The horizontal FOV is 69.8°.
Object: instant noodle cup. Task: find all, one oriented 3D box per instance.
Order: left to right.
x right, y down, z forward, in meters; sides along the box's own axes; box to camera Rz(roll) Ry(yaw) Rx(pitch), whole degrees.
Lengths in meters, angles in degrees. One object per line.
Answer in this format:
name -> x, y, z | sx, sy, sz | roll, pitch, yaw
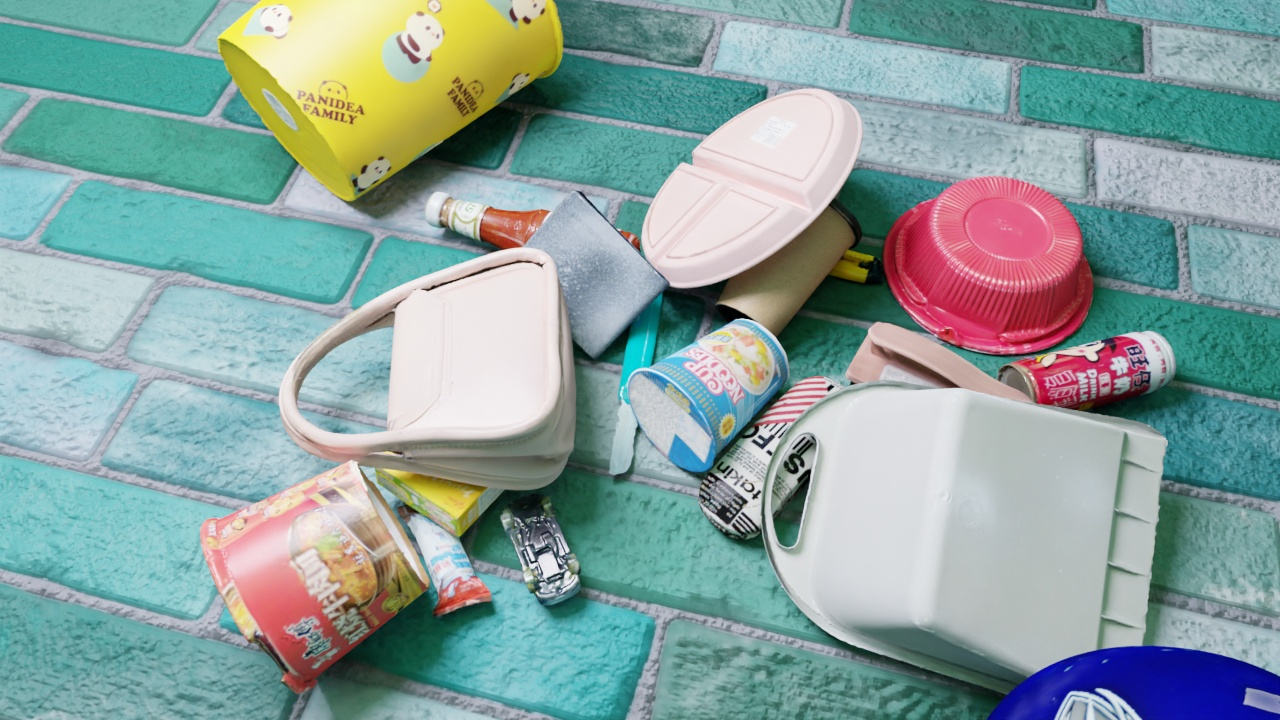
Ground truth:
instant noodle cup -> -0.223, 0.142, 0.648 | 0.108, 0.138, 0.138 | -31, 62, -14
instant noodle cup -> 0.061, 0.021, 0.754 | 0.109, 0.099, 0.099 | -36, 64, -28
instant noodle cup -> 0.325, -0.102, 0.838 | 0.194, 0.066, 0.193 | -1, 56, 1

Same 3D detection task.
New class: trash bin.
trash bin -> -0.245, -0.305, 0.895 | 0.229, 0.230, 0.254 | 39, 72, 22

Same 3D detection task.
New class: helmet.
helmet -> 0.294, 0.310, 0.477 | 0.247, 0.241, 0.314 | 2, 58, 4

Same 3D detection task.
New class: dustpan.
dustpan -> 0.233, 0.124, 0.689 | 0.257, 0.143, 0.222 | 21, 75, -21

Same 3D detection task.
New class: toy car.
toy car -> -0.076, 0.145, 0.708 | 0.043, 0.034, 0.090 | -23, 58, -10

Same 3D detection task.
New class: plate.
plate -> 0.090, -0.159, 0.818 | 0.230, 0.028, 0.229 | -31, 33, 23

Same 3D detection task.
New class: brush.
brush -> 0.248, 0.022, 0.757 | 0.146, 0.073, 0.063 | 28, 61, 16

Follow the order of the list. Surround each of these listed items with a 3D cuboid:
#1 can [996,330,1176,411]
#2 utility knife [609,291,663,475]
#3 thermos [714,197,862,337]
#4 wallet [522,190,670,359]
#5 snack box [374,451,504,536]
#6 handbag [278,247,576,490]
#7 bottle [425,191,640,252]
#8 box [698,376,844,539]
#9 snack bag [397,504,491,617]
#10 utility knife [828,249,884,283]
can -> 0.374, 0.013, 0.771 | 0.132, 0.053, 0.053 | -13, 58, -7
utility knife -> -0.005, 0.005, 0.806 | 0.029, 0.013, 0.217 | 14, 56, -6
thermos -> 0.129, -0.090, 0.814 | 0.093, 0.093, 0.143 | 31, 81, 19
wallet -> -0.048, -0.076, 0.809 | 0.121, 0.019, 0.097 | 46, 103, 6
snack box -> -0.135, 0.067, 0.745 | 0.087, 0.034, 0.140 | 29, 53, 18
handbag -> -0.169, 0.011, 0.725 | 0.234, 0.093, 0.193 | -6, 49, -2
bottle -> -0.103, -0.116, 0.858 | 0.206, 0.060, 0.059 | 17, 60, 11
box -> 0.114, 0.074, 0.741 | 0.068, 0.051, 0.164 | 29, 65, 34
snack bag -> -0.153, 0.149, 0.711 | 0.048, 0.026, 0.104 | -15, 58, -19
utility knife -> 0.150, -0.106, 0.873 | 0.171, 0.015, 0.033 | 18, 59, 12
